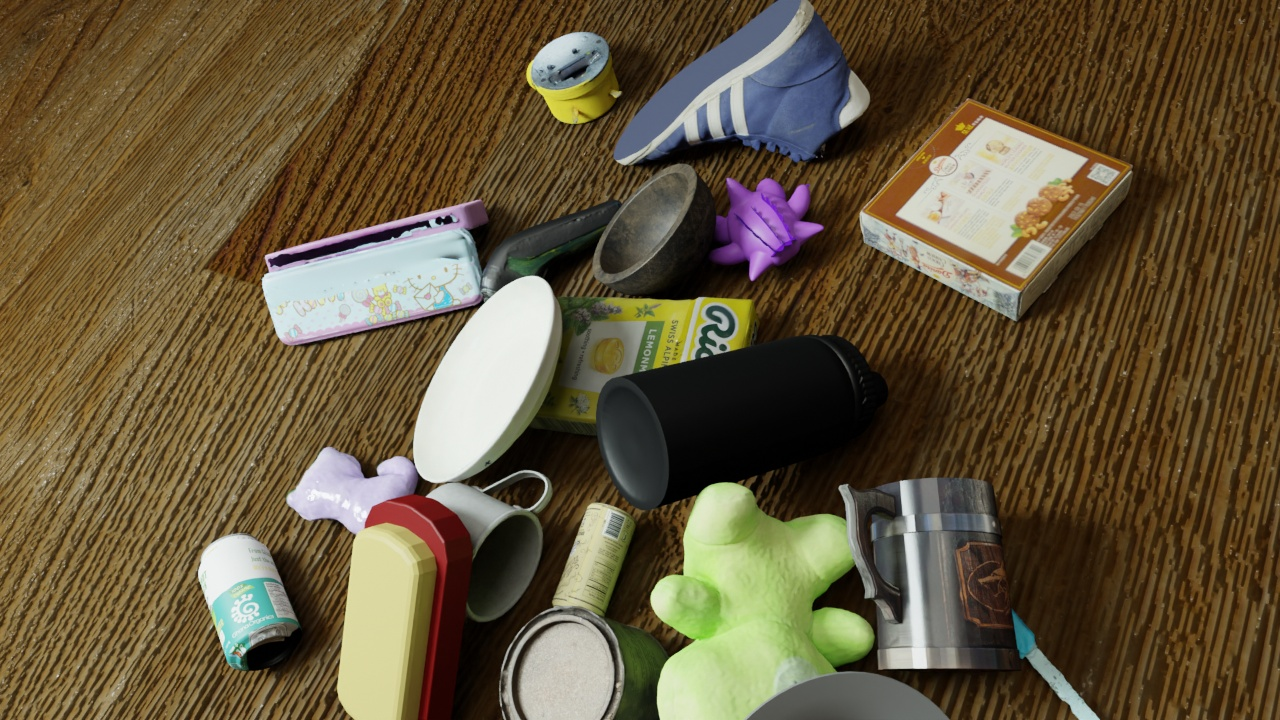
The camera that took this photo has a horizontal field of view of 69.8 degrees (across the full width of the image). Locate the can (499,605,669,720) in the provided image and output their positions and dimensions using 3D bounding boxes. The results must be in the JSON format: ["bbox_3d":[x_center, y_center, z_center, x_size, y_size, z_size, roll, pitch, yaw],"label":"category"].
[{"bbox_3d":[-0.033,0.208,0.586,0.090,0.074,0.089,-14,60,25],"label":"can"}]

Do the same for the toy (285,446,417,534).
[{"bbox_3d":[-0.233,0.105,0.754,0.100,0.036,0.080,17,56,22],"label":"toy"}]

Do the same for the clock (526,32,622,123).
[{"bbox_3d":[-0.070,-0.294,0.934,0.083,0.057,0.118,-32,55,-2],"label":"clock"}]

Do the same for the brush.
[{"bbox_3d":[-0.164,0.179,0.621,0.082,0.041,0.173,16,102,33],"label":"brush"}]

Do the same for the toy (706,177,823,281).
[{"bbox_3d":[0.101,-0.112,0.763,0.106,0.056,0.088,-36,58,3],"label":"toy"}]

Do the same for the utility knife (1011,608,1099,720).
[{"bbox_3d":[0.226,0.165,0.572,0.022,0.015,0.167,-32,53,-2],"label":"utility knife"}]

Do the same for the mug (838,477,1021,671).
[{"bbox_3d":[0.166,0.128,0.547,0.080,0.115,0.107,-27,57,52],"label":"mug"}]

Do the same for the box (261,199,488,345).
[{"bbox_3d":[-0.245,-0.083,0.880,0.214,0.091,0.090,-12,13,11],"label":"box"}]

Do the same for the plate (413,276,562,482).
[{"bbox_3d":[-0.116,0.019,0.733,0.183,0.034,0.182,-36,37,32],"label":"plate"}]

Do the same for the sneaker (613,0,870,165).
[{"bbox_3d":[0.096,-0.217,0.833,0.234,0.118,0.091,-30,37,41],"label":"sneaker"}]

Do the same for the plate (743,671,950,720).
[{"bbox_3d":[0.105,0.257,0.493,0.178,0.012,0.178,1,87,-17],"label":"plate"}]

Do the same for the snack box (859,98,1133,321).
[{"bbox_3d":[0.275,-0.122,0.720,0.147,0.041,0.143,36,76,32],"label":"snack box"}]

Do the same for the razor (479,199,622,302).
[{"bbox_3d":[-0.076,-0.094,0.824,0.151,0.054,0.067,-29,81,-10],"label":"razor"}]

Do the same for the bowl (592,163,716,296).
[{"bbox_3d":[0.021,-0.100,0.772,0.121,0.056,0.121,-37,32,28],"label":"bowl"}]

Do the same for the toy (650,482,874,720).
[{"bbox_3d":[0.071,0.184,0.558,0.150,0.107,0.196,18,70,-19],"label":"toy"}]

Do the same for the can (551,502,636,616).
[{"bbox_3d":[-0.033,0.146,0.658,0.038,0.038,0.079,9,63,23],"label":"can"}]

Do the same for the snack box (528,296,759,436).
[{"bbox_3d":[-0.004,0.004,0.732,0.181,0.045,0.121,5,61,21],"label":"snack box"}]

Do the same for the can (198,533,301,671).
[{"bbox_3d":[-0.305,0.187,0.714,0.055,0.055,0.101,-36,55,-6],"label":"can"}]

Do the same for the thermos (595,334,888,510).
[{"bbox_3d":[0.077,0.034,0.624,0.198,0.086,0.086,-13,48,-30],"label":"thermos"}]

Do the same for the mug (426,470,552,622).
[{"bbox_3d":[-0.115,0.125,0.671,0.070,0.084,0.113,19,68,30],"label":"mug"}]
